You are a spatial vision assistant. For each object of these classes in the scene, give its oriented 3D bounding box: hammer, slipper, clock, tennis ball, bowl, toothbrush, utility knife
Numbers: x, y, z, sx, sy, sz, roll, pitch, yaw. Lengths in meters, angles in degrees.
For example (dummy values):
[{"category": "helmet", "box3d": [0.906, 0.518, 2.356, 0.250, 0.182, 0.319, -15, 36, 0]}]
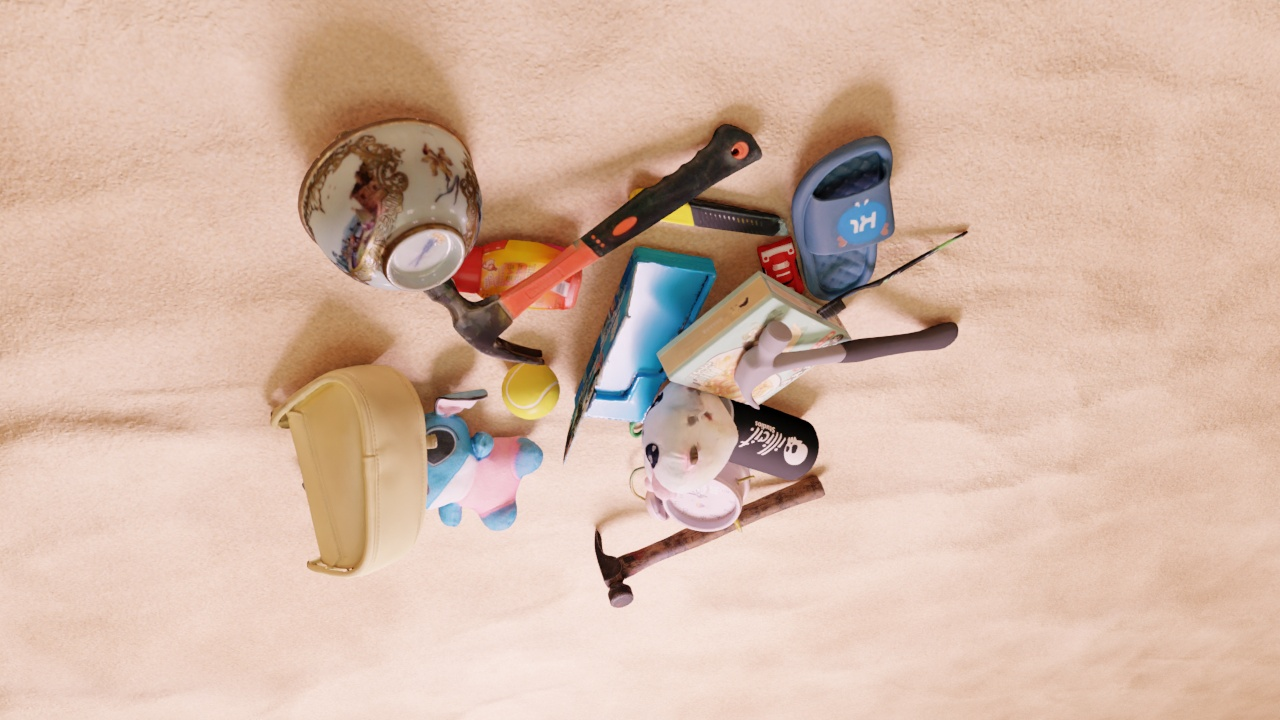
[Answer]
[{"category": "hammer", "box3d": [0.096, 0.228, 1.275, 0.330, 0.120, 0.033, -22, 138, -2]}, {"category": "slipper", "box3d": [0.204, -0.130, 0.919, 0.103, 0.059, 0.214, -16, 142, -5]}, {"category": "clock", "box3d": [0.064, 0.164, 1.192, 0.158, 0.058, 0.117, 9, 128, 6]}, {"category": "tennis ball", "box3d": [-0.123, 0.033, 1.027, 0.065, 0.065, 0.065, -6, 137, -6]}, {"category": "bowl", "box3d": [-0.201, -0.117, 0.794, 0.159, 0.094, 0.160, -24, 149, -16]}, {"category": "toothbrush", "box3d": [0.270, -0.091, 0.977, 0.188, 0.017, 0.014, -28, 176, -5]}, {"category": "utility knife", "box3d": [0.072, -0.144, 0.912, 0.174, 0.020, 0.029, 8, 135, -17]}, {"category": "hammer", "box3d": [0.237, -0.008, 1.023, 0.310, 0.029, 0.125, -8, 146, -30]}, {"category": "hammer", "box3d": [-0.033, -0.115, 0.868, 0.333, 0.033, 0.133, -34, 119, 7]}]

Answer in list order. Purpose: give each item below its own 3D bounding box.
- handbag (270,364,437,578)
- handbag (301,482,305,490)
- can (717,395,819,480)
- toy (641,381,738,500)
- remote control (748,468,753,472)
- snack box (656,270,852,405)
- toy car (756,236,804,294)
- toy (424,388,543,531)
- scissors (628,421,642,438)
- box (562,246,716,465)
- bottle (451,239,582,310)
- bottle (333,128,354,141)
[{"category": "handbag", "box3d": [-0.313, 0.124, 1.004, 0.191, 0.233, 0.088, -8, -175, 33]}, {"category": "handbag", "box3d": [-0.319, 0.137, 1.134, 0.178, 0.027, 0.084, -18, 135, 0]}, {"category": "can", "box3d": [0.145, 0.095, 1.134, 0.146, 0.080, 0.080, 20, 129, -30]}, {"category": "toy", "box3d": [0.044, 0.097, 1.061, 0.101, 0.138, 0.180, 13, 148, -16]}, {"category": "remote control", "box3d": [0.116, 0.151, 1.232, 0.050, 0.022, 0.134, 13, 132, -24]}, {"category": "snack box", "box3d": [0.127, -0.017, 1.000, 0.142, 0.044, 0.193, -38, 149, 23]}, {"category": "toy car", "box3d": [0.150, -0.095, 0.975, 0.038, 0.025, 0.089, -17, 137, 7]}, {"category": "toy", "box3d": [-0.210, 0.120, 1.084, 0.191, 0.099, 0.224, 19, 114, -34]}, {"category": "scissors", "box3d": [0.049, 0.066, 1.136, 0.131, 0.012, 0.112, -36, 134, 23]}, {"category": "box", "box3d": [-0.007, 0.006, 0.986, 0.114, 0.113, 0.244, 7, 135, -18]}, {"category": "bottle", "box3d": [-0.128, -0.086, 0.911, 0.134, 0.048, 0.072, 5, 133, -16]}, {"category": "bottle", "box3d": [-0.263, -0.152, 0.819, 0.042, 0.042, 0.110, 11, 133, -22]}]
